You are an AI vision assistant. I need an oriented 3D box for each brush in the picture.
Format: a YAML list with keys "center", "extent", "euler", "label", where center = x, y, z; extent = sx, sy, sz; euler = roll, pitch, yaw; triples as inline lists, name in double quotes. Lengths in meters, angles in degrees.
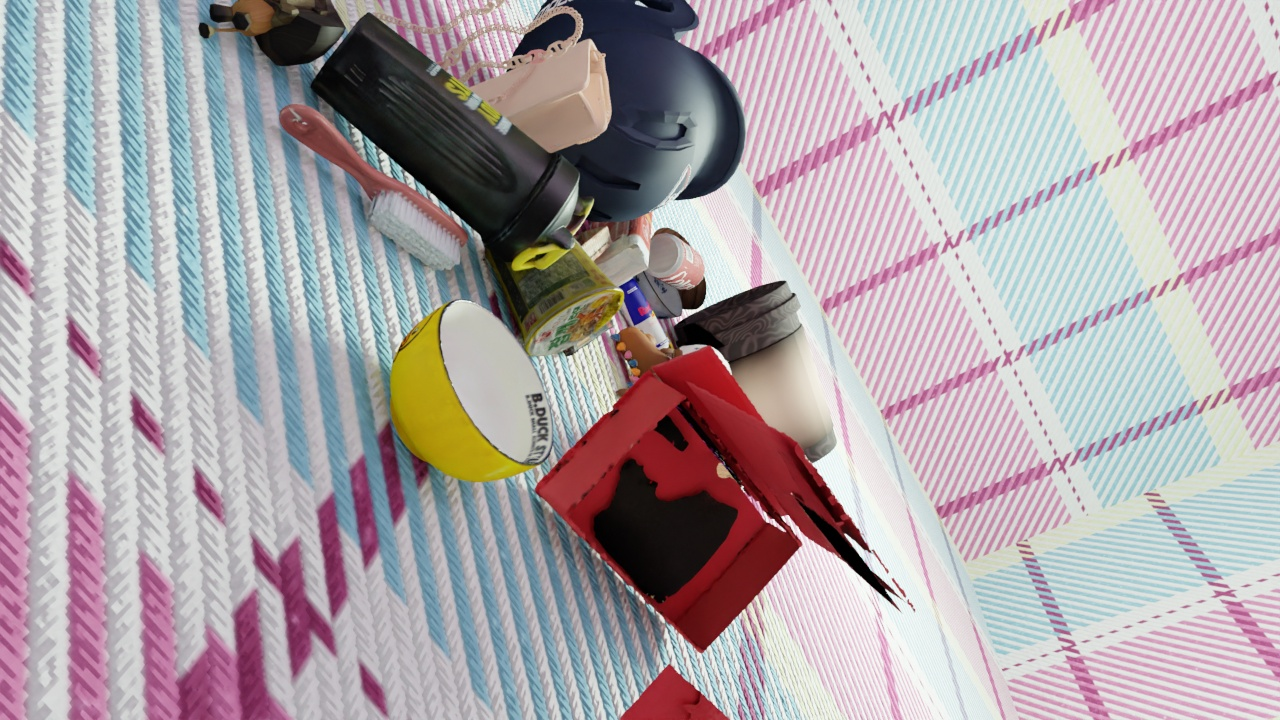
- center: [-0.187, -0.117, 0.651]
  extent: [0.172, 0.041, 0.030]
  euler: [41, 45, -48]
  label: "brush"

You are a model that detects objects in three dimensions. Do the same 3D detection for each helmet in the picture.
- center: [-0.019, -0.251, 0.987]
  extent: [0.272, 0.233, 0.222]
  euler: [23, 55, -22]
  label: "helmet"

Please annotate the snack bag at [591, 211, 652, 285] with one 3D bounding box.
- center: [-0.023, -0.153, 1.091]
  extent: [0.041, 0.078, 0.224]
  euler: [55, 19, -26]
  label: "snack bag"

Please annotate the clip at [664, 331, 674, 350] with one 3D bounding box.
- center: [0.036, -0.008, 1.132]
  extent: [0.048, 0.045, 0.054]
  euler: [-12, 72, -46]
  label: "clip"

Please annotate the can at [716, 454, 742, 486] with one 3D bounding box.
- center: [0.046, 0.088, 0.890]
  extent: [0.135, 0.104, 0.075]
  euler: [38, 30, -53]
  label: "can"

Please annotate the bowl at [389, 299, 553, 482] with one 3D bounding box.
- center: [-0.116, 0.027, 0.585]
  extent: [0.117, 0.068, 0.117]
  euler: [52, 20, -29]
  label: "bowl"

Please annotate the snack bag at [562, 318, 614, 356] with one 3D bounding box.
- center: [-0.066, -0.052, 0.922]
  extent: [0.074, 0.018, 0.155]
  euler: [60, 18, -4]
  label: "snack bag"

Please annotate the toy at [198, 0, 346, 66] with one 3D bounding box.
- center: [-0.248, -0.227, 0.612]
  extent: [0.076, 0.063, 0.099]
  euler: [24, 29, 22]
  label: "toy"

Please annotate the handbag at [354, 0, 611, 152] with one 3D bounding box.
- center: [-0.116, -0.269, 0.794]
  extent: [0.187, 0.199, 0.116]
  euler: [60, 19, -44]
  label: "handbag"

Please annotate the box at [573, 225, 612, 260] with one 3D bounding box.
- center: [-0.076, -0.118, 0.936]
  extent: [0.078, 0.054, 0.186]
  euler: [27, 20, 0]
  label: "box"

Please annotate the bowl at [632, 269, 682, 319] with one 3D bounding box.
- center: [0.004, -0.096, 1.142]
  extent: [0.114, 0.045, 0.114]
  euler: [52, 20, -29]
  label: "bowl"

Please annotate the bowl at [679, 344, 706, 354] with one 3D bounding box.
- center: [0.080, 0.032, 1.107]
  extent: [0.104, 0.054, 0.105]
  euler: [-4, 90, -73]
  label: "bowl"

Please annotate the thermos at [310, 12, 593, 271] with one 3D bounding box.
- center: [-0.138, -0.160, 0.703]
  extent: [0.221, 0.098, 0.098]
  euler: [39, 26, -22]
  label: "thermos"

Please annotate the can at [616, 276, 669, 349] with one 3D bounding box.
- center: [0.000, -0.052, 1.084]
  extent: [0.095, 0.032, 0.032]
  euler: [60, 18, -8]
  label: "can"

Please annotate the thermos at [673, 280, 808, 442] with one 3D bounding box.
- center: [0.161, 0.028, 1.224]
  extent: [0.226, 0.173, 0.172]
  euler: [67, 17, -8]
  label: "thermos"

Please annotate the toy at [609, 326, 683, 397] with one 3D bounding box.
- center: [-0.006, 0.006, 0.988]
  extent: [0.102, 0.071, 0.090]
  euler: [-18, 66, -49]
  label: "toy"

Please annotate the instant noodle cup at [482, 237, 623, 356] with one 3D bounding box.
- center: [-0.082, -0.073, 0.803]
  extent: [0.108, 0.102, 0.102]
  euler: [58, 16, 14]
  label: "instant noodle cup"

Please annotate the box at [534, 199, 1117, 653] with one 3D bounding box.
- center: [0.138, 0.057, 0.711]
  extent: [0.211, 0.410, 0.107]
  euler: [52, 12, -33]
  label: "box"

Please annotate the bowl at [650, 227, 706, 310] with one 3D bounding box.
- center: [0.038, -0.116, 1.226]
  extent: [0.119, 0.032, 0.119]
  euler: [44, -31, 34]
  label: "bowl"

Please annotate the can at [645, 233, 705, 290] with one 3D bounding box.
- center: [0.042, -0.118, 1.111]
  extent: [0.096, 0.054, 0.054]
  euler: [16, 49, -66]
  label: "can"
